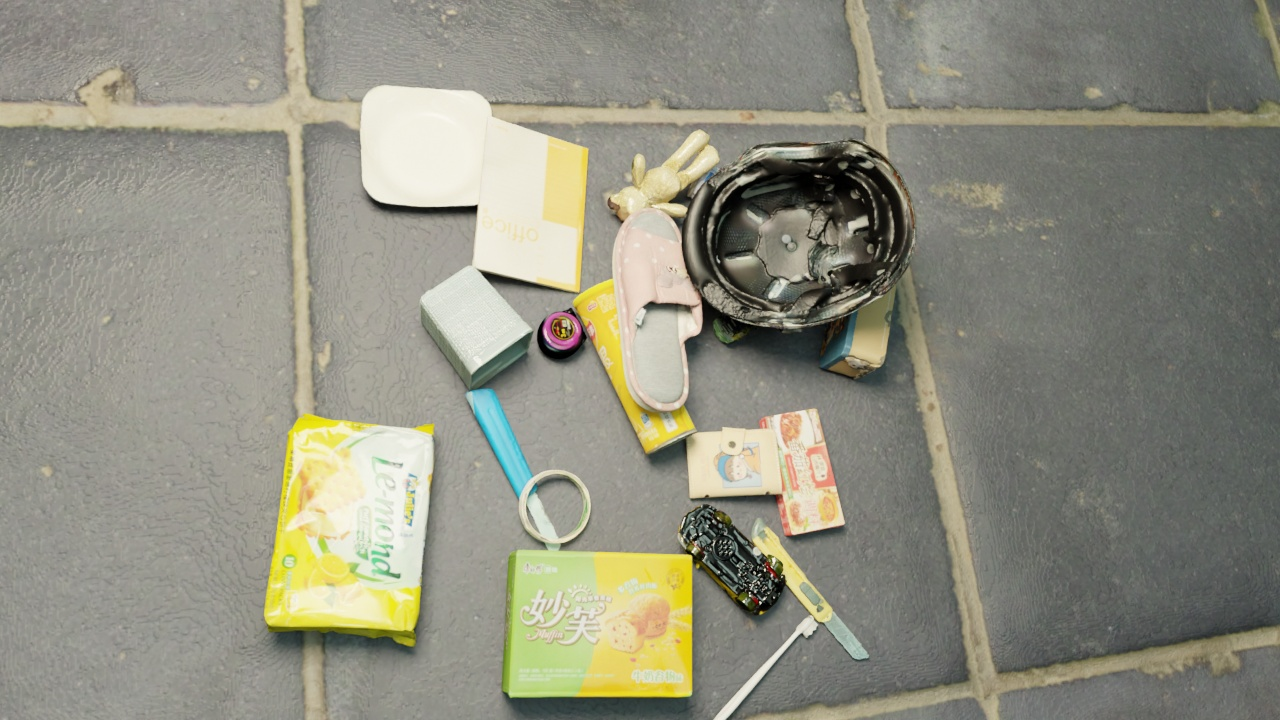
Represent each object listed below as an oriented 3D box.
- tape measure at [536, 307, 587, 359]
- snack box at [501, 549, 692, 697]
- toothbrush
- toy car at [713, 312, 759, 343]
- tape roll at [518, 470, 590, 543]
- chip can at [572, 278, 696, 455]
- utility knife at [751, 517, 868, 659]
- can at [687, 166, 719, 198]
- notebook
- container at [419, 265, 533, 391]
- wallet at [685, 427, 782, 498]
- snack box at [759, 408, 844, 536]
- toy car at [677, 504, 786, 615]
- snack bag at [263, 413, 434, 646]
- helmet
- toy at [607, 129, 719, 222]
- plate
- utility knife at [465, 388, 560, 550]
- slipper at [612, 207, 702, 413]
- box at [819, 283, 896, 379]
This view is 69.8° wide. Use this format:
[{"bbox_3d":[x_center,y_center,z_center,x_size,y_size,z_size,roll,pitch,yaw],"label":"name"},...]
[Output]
[{"bbox_3d":[-0.099,-0.031,1.132,0.057,0.039,0.057,-26,82,-24],"label":"tape measure"},{"bbox_3d":[-0.047,0.297,1.039,0.210,0.070,0.157,5,75,-13],"label":"snack box"},{"bbox_3d":[0.150,0.373,1.097,0.179,0.016,0.016,-40,93,-21],"label":"toothbrush"},{"bbox_3d":[0.135,-0.056,1.197,0.091,0.036,0.043,-31,82,-22],"label":"toy car"},{"bbox_3d":[-0.101,0.172,1.080,0.085,0.014,0.085,4,80,-24],"label":"tape roll"},{"bbox_3d":[-0.007,0.007,1.127,0.072,0.072,0.213,-24,82,-19],"label":"chip can"},{"bbox_3d":[0.207,0.287,1.138,0.031,0.022,0.216,-39,91,-14],"label":"utility knife"},{"bbox_3d":[0.133,-0.215,1.231,0.134,0.053,0.053,24,71,-7],"label":"can"},{"bbox_3d":[-0.136,-0.196,1.163,0.145,0.010,0.206,12,72,-28],"label":"notebook"},{"bbox_3d":[-0.198,-0.040,1.086,0.090,0.090,0.111,-38,83,-20],"label":"container"},{"bbox_3d":[0.115,0.126,1.142,0.115,0.024,0.087,-3,77,1],"label":"wallet"},{"bbox_3d":[0.205,0.141,1.167,0.075,0.025,0.152,-8,77,-15],"label":"snack box"},{"bbox_3d":[0.109,0.239,1.108,0.156,0.041,0.071,43,70,-1],"label":"toy car"},{"bbox_3d":[-0.314,0.182,1.005,0.158,0.068,0.246,6,74,-12],"label":"snack bag"},{"bbox_3d":[0.196,-0.151,1.139,0.274,0.156,0.230,-14,88,11],"label":"helmet"},{"bbox_3d":[0.031,-0.234,1.184,0.157,0.066,0.105,-38,120,8],"label":"toy"},{"bbox_3d":[-0.268,-0.264,1.155,0.164,0.034,0.163,0,75,-15],"label":"plate"},{"bbox_3d":[-0.146,0.131,1.087,0.034,0.018,0.218,-25,86,-23],"label":"utility knife"},{"bbox_3d":[0.024,-0.069,1.103,0.114,0.055,0.273,15,62,-30],"label":"slipper"},{"bbox_3d":[0.291,-0.072,1.214,0.062,0.090,0.184,15,70,-9],"label":"box"}]
